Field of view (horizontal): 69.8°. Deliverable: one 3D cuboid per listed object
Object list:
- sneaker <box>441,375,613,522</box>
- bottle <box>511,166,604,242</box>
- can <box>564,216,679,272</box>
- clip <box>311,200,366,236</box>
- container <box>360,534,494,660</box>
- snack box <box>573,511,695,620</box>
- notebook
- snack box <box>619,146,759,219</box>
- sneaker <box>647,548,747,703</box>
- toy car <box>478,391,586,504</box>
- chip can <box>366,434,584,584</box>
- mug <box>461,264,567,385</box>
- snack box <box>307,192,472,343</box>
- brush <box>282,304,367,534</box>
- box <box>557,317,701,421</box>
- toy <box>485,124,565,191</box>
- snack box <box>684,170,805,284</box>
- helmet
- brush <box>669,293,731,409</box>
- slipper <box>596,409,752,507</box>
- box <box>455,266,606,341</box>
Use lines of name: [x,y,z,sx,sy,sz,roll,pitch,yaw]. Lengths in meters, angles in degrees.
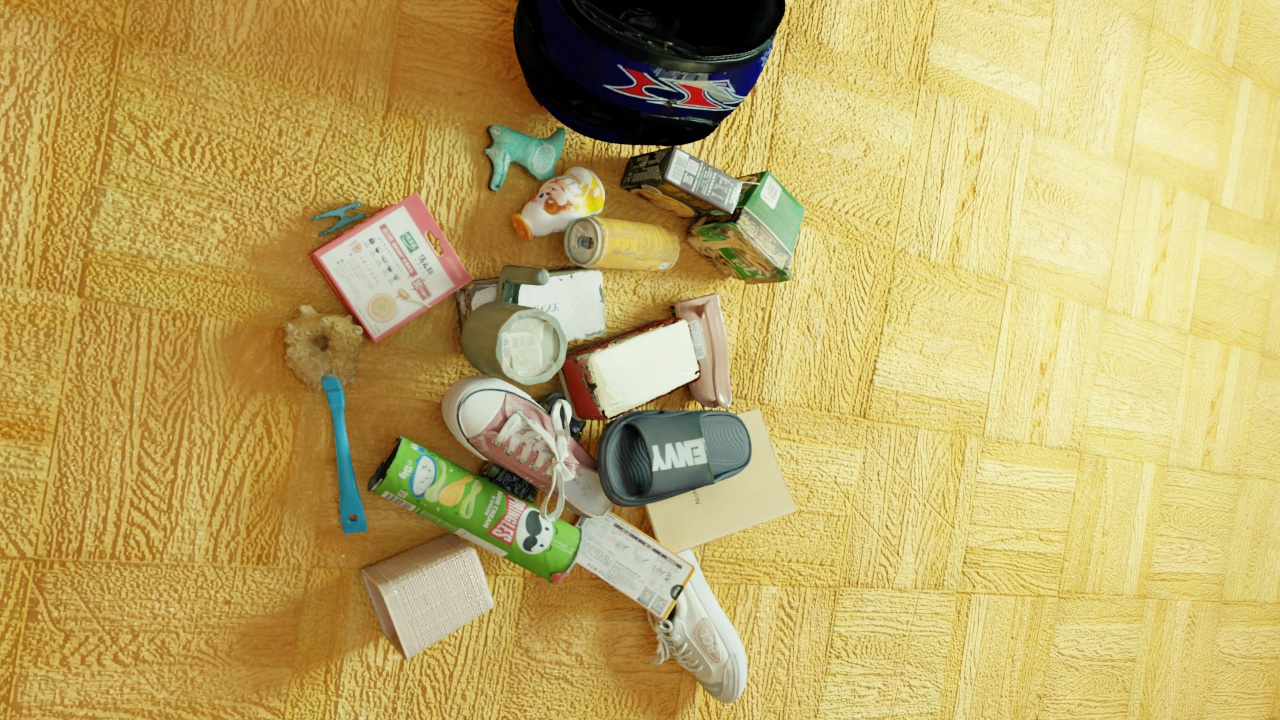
sneaker: [-0.109,0.101,1.013,0.241,0.088,0.118,42,74,-25]
bottle: [-0.095,-0.177,1.057,0.108,0.063,0.063,-35,109,-21]
can: [-0.019,-0.136,1.080,0.145,0.058,0.058,-3,96,-49]
clip: [-0.318,-0.151,0.968,0.056,0.014,0.043,-31,109,-24]
container: [-0.232,0.253,1.008,0.110,0.090,0.090,-23,105,-27]
snack box: [-0.016,0.241,1.111,0.154,0.026,0.075,32,78,9]
notebook: [0.094,0.154,1.188,0.207,0.008,0.147,-13,77,-27]
snack box: [0.058,-0.212,1.108,0.125,0.113,0.053,23,84,-28]
sneaker: [0.058,0.349,1.167,0.090,0.090,0.242,-34,106,-38]
toy car: [-0.126,0.106,1.077,0.070,0.042,0.158,46,75,-24]
chip can: [-0.178,0.166,1.012,0.236,0.072,0.072,31,79,-18]
mug: [-0.130,-0.039,0.964,0.083,0.103,0.124,8,93,-29]
snack box: [-0.267,-0.100,0.983,0.127,0.044,0.113,-37,109,-20]
brush: [-0.321,0.065,0.968,0.083,0.046,0.255,-8,103,-12]
box: [-0.006,0.007,1.092,0.167,0.080,0.091,-23,101,-38]
toy: [-0.138,-0.234,1.051,0.092,0.030,0.096,16,94,-24]
snack box: [0.140,-0.173,1.158,0.118,0.118,0.105,38,72,-28]
helmet: [-0.016,-0.350,0.980,0.314,0.241,0.247,-12,82,-36]
brush: [0.083,-0.008,1.164,0.063,0.073,0.146,-16,103,-27]
slipper: [0.060,0.103,1.099,0.267,0.084,0.110,-5,78,-45]
box: [-0.118,-0.060,1.061,0.184,0.059,0.090,-9,100,-29]
